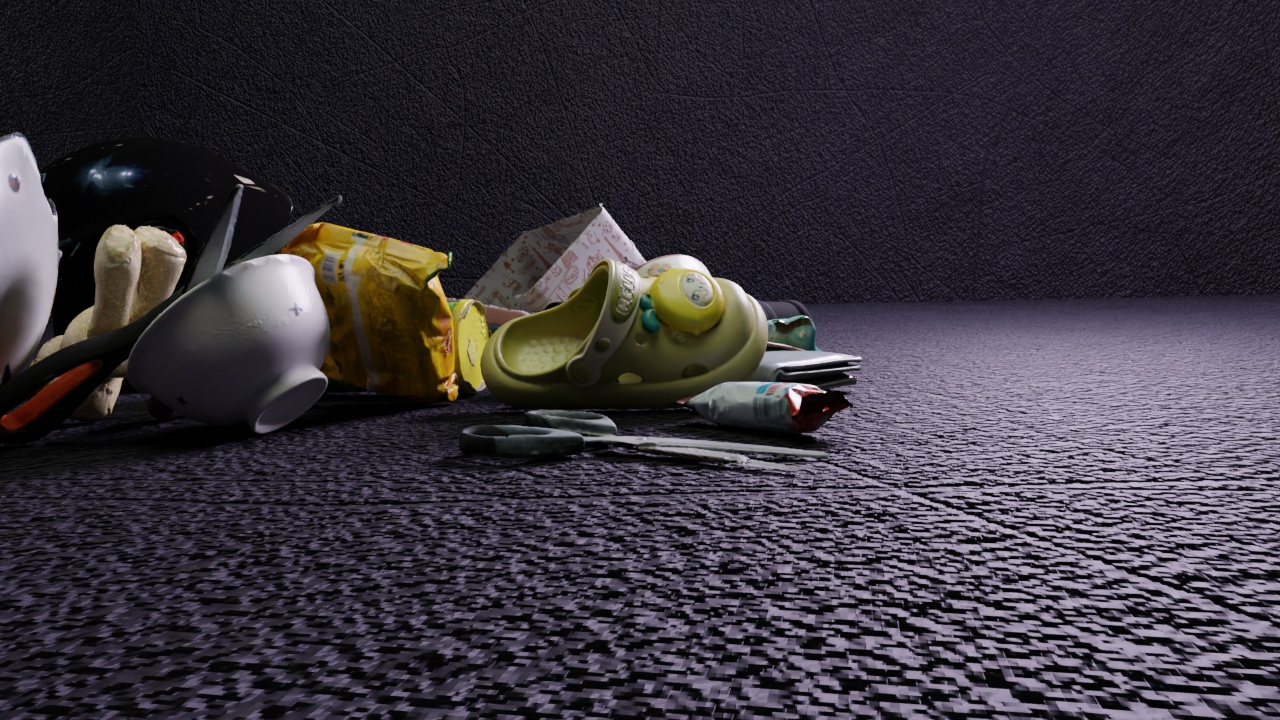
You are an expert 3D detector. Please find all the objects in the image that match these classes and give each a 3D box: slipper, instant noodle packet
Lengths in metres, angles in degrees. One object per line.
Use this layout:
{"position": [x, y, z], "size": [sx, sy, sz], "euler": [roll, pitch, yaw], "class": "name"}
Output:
{"position": [-0.014, -0.019, 0.587], "size": [0.190, 0.082, 0.091], "euler": [-8, 50, 3], "class": "slipper"}
{"position": [-0.174, -0.031, 0.605], "size": [0.111, 0.129, 0.044], "euler": [12, 46, 4], "class": "instant noodle packet"}

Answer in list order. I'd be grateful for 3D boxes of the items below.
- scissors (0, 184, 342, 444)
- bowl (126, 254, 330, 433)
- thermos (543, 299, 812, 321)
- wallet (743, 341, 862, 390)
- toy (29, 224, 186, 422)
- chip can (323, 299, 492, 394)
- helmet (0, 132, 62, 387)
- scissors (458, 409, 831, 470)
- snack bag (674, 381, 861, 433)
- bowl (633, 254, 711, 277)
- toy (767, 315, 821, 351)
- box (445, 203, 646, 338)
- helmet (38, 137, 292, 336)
{"position": [-0.267, -0.016, 0.522], "size": [0.224, 0.021, 0.221], "euler": [-31, -10, -29], "class": "scissors"}
{"position": [-0.220, 0.003, 0.528], "size": [0.118, 0.064, 0.118], "euler": [-41, -7, -6], "class": "bowl"}
{"position": [0.031, -0.011, 0.768], "size": [0.242, 0.068, 0.090], "euler": [-3, -27, -34], "class": "thermos"}
{"position": [0.081, 0.004, 0.670], "size": [0.106, 0.037, 0.130], "euler": [-7, 8, -41], "class": "wallet"}
{"position": [-0.328, -0.020, 0.562], "size": [0.158, 0.066, 0.104], "euler": [-47, -1, 30], "class": "toy"}
{"position": [-0.230, -0.009, 0.704], "size": [0.221, 0.072, 0.072], "euler": [-1, 5, 9], "class": "chip can"}
{"position": [-0.447, -0.027, 0.515], "size": [0.229, 0.157, 0.275], "euler": [-10, -1, -42], "class": "helmet"}
{"position": [-0.007, 0.041, 0.438], "size": [0.165, 0.014, 0.163], "euler": [-1, 7, -20], "class": "scissors"}
{"position": [0.066, 0.025, 0.496], "size": [0.045, 0.026, 0.105], "euler": [-10, 7, -38], "class": "snack bag"}
{"position": [0.028, -0.034, 0.843], "size": [0.113, 0.114, 0.062], "euler": [-5, 46, -33], "class": "bowl"}
{"position": [0.114, -0.014, 0.736], "size": [0.096, 0.030, 0.092], "euler": [1, -23, 10], "class": "toy"}
{"position": [-0.140, -0.055, 0.891], "size": [0.271, 0.130, 0.179], "euler": [-23, 10, -33], "class": "box"}
{"position": [-0.457, -0.097, 0.863], "size": [0.234, 0.230, 0.274], "euler": [1, -17, 39], "class": "helmet"}
